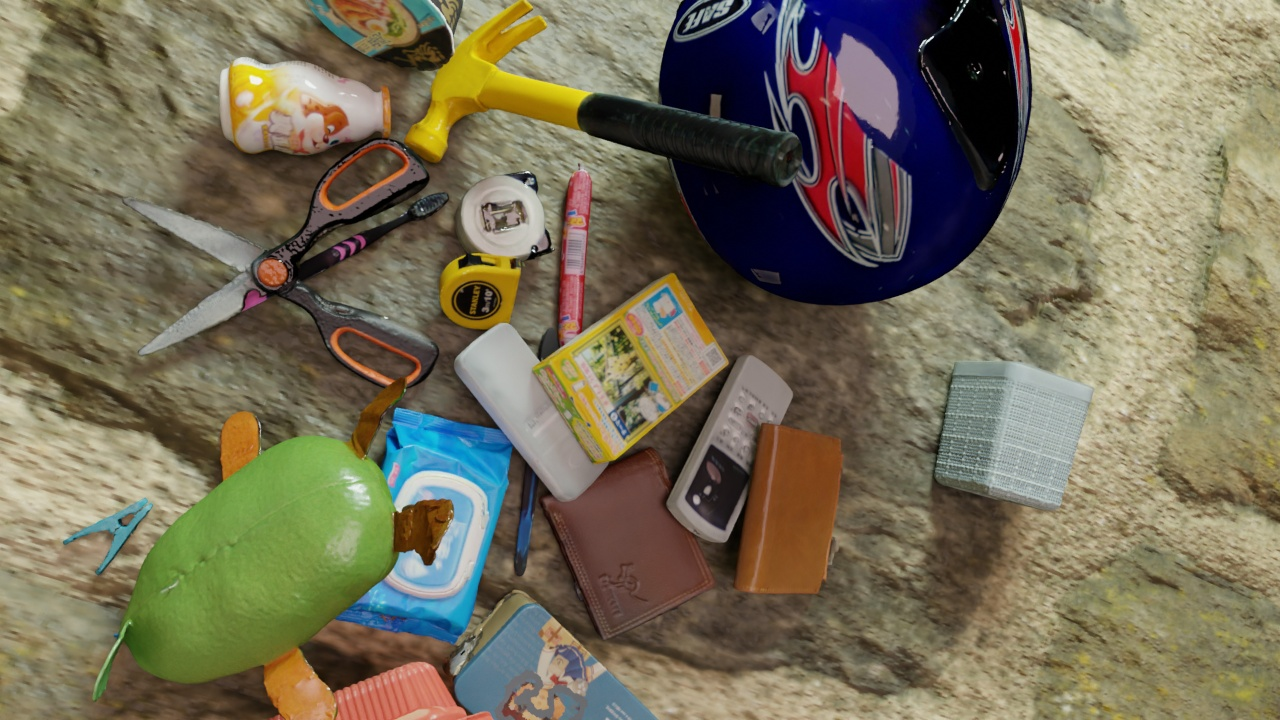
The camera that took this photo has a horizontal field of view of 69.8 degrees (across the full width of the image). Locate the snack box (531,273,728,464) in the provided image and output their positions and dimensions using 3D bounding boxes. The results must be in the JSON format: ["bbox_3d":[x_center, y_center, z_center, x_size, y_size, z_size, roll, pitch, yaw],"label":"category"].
[{"bbox_3d":[-0.004,0.004,0.695,0.140,0.034,0.087,-39,100,-35],"label":"snack box"}]

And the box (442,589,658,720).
[{"bbox_3d":[-0.053,0.258,0.671,0.184,0.062,0.089,45,76,-11],"label":"box"}]

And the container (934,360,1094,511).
[{"bbox_3d":[0.319,0.065,0.794,0.090,0.090,0.111,16,85,-17],"label":"container"}]

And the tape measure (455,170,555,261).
[{"bbox_3d":[-0.103,-0.103,0.683,0.066,0.034,0.066,-17,92,-20],"label":"tape measure"}]

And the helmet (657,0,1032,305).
[{"bbox_3d":[0.130,-0.192,0.648,0.239,0.248,0.315,-27,106,-36],"label":"helmet"}]

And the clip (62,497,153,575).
[{"bbox_3d":[-0.344,0.111,0.600,0.054,0.013,0.034,-46,103,-16],"label":"clip"}]

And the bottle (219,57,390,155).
[{"bbox_3d":[-0.227,-0.172,0.626,0.108,0.063,0.063,-3,88,-19],"label":"bottle"}]

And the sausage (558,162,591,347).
[{"bbox_3d":[-0.051,-0.076,0.707,0.020,0.020,0.156,5,86,-19],"label":"sausage"}]

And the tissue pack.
[{"bbox_3d":[-0.149,0.116,0.647,0.095,0.052,0.157,18,82,-18],"label":"tissue pack"}]

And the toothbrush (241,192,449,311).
[{"bbox_3d":[-0.218,-0.074,0.651,0.189,0.018,0.014,-32,104,-16],"label":"toothbrush"}]

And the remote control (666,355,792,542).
[{"bbox_3d":[0.073,0.068,0.724,0.058,0.021,0.149,39,63,-23],"label":"remote control"}]

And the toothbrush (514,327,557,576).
[{"bbox_3d":[-0.081,0.069,0.696,0.014,0.016,0.189,8,88,-28],"label":"toothbrush"}]

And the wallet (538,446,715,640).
[{"bbox_3d":[-0.010,0.140,0.707,0.101,0.032,0.124,-24,95,-16],"label":"wallet"}]

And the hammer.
[{"bbox_3d":[-0.030,-0.162,0.600,0.128,0.301,0.033,-62,146,-6],"label":"hammer"}]

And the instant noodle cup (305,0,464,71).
[{"bbox_3d":[-0.160,-0.285,0.637,0.111,0.111,0.120,24,73,-17],"label":"instant noodle cup"}]

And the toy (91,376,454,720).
[{"bbox_3d":[-0.225,0.119,0.576,0.247,0.090,0.226,-32,57,6],"label":"toy"}]

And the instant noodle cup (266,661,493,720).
[{"bbox_3d":[-0.176,0.263,0.586,0.164,0.189,0.079,-16,57,-20],"label":"instant noodle cup"}]

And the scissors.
[{"bbox_3d":[-0.231,-0.061,0.634,0.234,0.022,0.221,-45,109,-6],"label":"scissors"}]

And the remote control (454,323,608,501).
[{"bbox_3d":[-0.078,0.038,0.670,0.136,0.020,0.055,53,53,-12],"label":"remote control"}]

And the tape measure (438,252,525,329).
[{"bbox_3d":[-0.118,-0.052,0.668,0.057,0.028,0.060,4,130,-18],"label":"tape measure"}]

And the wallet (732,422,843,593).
[{"bbox_3d":[0.123,0.120,0.737,0.107,0.031,0.131,13,85,-43],"label":"wallet"}]
